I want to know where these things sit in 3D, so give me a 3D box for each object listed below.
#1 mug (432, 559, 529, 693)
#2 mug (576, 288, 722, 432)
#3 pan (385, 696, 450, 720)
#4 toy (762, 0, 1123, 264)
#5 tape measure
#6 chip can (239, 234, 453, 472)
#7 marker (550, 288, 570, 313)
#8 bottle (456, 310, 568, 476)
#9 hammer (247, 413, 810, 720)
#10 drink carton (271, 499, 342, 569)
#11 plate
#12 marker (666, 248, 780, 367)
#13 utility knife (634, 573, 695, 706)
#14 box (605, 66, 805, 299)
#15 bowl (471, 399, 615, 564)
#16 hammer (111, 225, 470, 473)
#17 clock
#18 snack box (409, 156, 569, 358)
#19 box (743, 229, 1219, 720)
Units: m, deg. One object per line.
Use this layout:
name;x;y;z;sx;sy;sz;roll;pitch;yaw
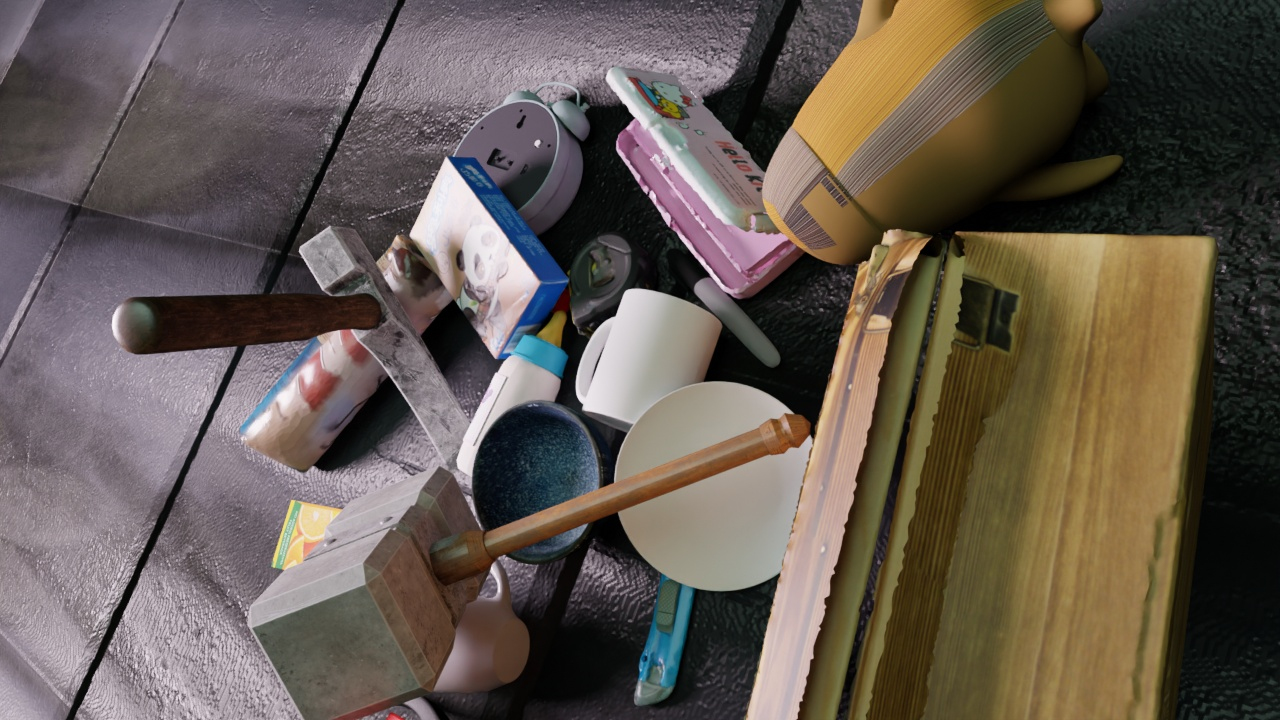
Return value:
mug;-0.125;0.185;0.661;0.090;0.071;0.107;-1;65;28
mug;-0.004;0.004;0.659;0.111;0.073;0.090;9;75;47
pan;-0.098;0.262;0.557;0.357;0.209;0.067;-7;46;53
toy;0.170;-0.145;0.576;0.204;0.162;0.198;-41;95;14
tape measure;-0.023;-0.062;0.714;0.072;0.042;0.072;-30;55;23
chip can;-0.257;-0.003;0.816;0.229;0.079;0.080;-49;54;6
marker;-0.114;-0.072;0.787;0.145;0.021;0.023;26;56;37
bottle;-0.092;0.026;0.715;0.051;0.051;0.146;21;83;36
hammer;-0.049;0.095;0.548;0.318;0.162;0.083;-22;101;9
drink carton;-0.245;0.156;0.765;0.123;0.041;0.058;3;72;32
plate;0.051;0.081;0.596;0.134;0.011;0.134;0;89;6
marker;0.058;-0.039;0.672;0.138;0.016;0.022;51;132;34
utility knife;0.024;0.145;0.618;0.031;0.015;0.173;3;71;28
box;0.039;-0.146;0.676;0.088;0.095;0.202;-39;55;10
bowl;-0.059;0.087;0.659;0.115;0.060;0.114;-5;82;33
hammer;-0.219;0.003;0.621;0.037;0.300;0.217;-31;89;10
clock;-0.104;-0.176;0.809;0.123;0.045;0.159;24;84;36
snack box;-0.127;-0.085;0.748;0.151;0.034;0.087;52;127;23
box;0.127;0.107;0.416;0.216;0.257;0.278;9;76;32
